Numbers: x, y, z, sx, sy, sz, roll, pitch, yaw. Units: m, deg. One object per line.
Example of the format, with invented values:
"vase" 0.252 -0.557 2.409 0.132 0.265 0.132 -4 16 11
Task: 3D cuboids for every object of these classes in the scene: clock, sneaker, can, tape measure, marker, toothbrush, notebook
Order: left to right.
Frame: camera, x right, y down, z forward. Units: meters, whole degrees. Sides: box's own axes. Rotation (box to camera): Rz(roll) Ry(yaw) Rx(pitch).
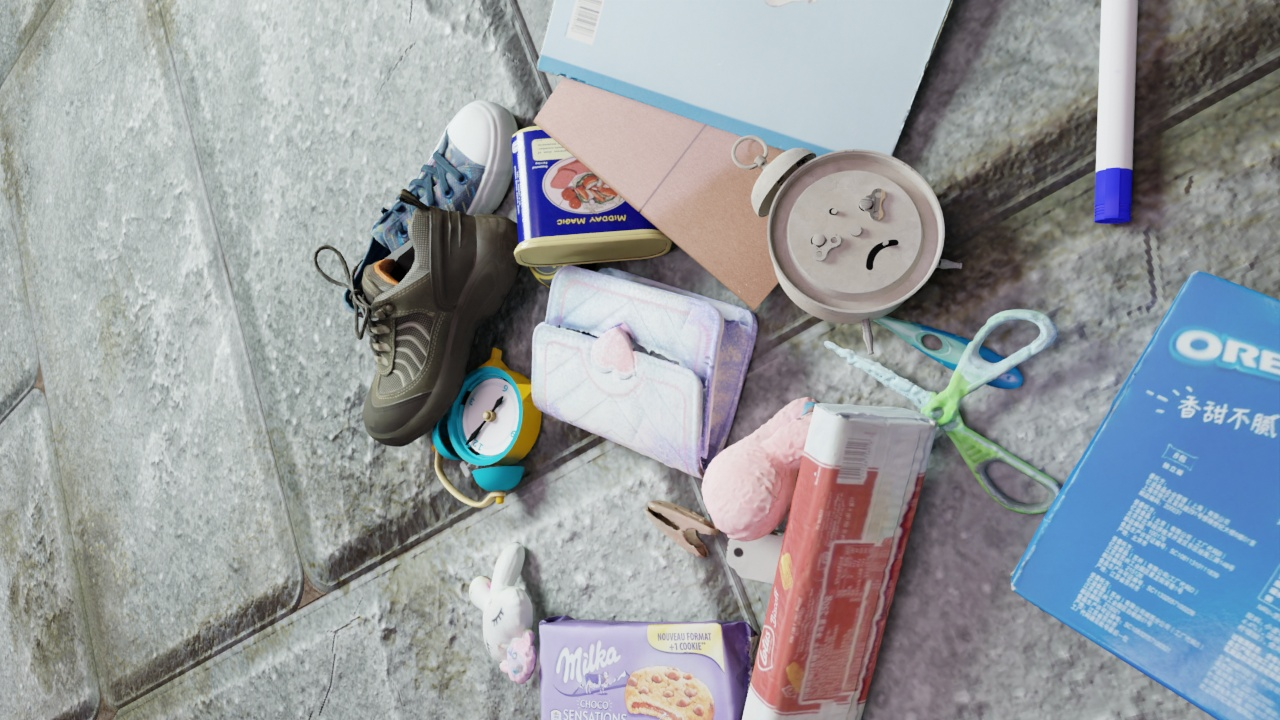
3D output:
"sneaker" -0.208 -0.034 0.765 0.238 0.143 0.101 -58 28 20
"sneaker" -0.195 -0.130 0.814 0.087 0.079 0.236 46 114 27
"clock" -0.132 0.061 0.787 0.099 0.043 0.130 32 100 32
"tape measure" -0.063 -0.088 0.745 0.061 0.034 0.061 48 112 27
"can" -0.039 -0.125 0.689 0.116 0.056 0.092 -5 82 -3
"notebook" 0.044 -0.155 0.631 0.209 0.008 0.142 41 110 5
"notebook" 0.068 -0.241 0.593 0.253 0.009 0.181 22 108 11
"clock" 0.117 -0.087 0.581 0.103 0.061 0.157 -44 76 -4
"toothbrush" 0.178 -0.015 0.582 0.135 0.017 0.022 29 103 29
"marker" 0.268 -0.149 0.516 0.020 0.020 0.141 2 90 36

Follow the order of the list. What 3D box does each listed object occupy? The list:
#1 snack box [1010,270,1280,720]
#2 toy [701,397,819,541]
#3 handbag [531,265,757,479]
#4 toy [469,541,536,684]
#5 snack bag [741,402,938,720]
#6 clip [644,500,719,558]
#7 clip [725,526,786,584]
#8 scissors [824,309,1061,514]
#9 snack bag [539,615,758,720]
"snack box" 0.335 0.093 0.439 0.239 0.056 0.196 33 107 33
"toy" 0.084 0.069 0.605 0.053 0.108 0.105 41 99 -6
"handbag" -0.004 0.004 0.681 0.159 0.069 0.126 20 102 32
"toy" -0.110 0.211 0.753 0.079 0.038 0.122 -62 35 25
"snack bag" 0.122 0.137 0.569 0.041 0.077 0.225 -140 58 -63
"clip" 0.033 0.119 0.677 0.052 0.026 0.059 -30 73 30
"clip" 0.093 0.135 0.641 0.056 0.045 0.102 10 94 29
"scissors" 0.187 0.027 0.565 0.171 0.023 0.173 37 124 24
"snack bag" 0.002 0.238 0.676 0.206 0.058 0.096 -12 77 38
